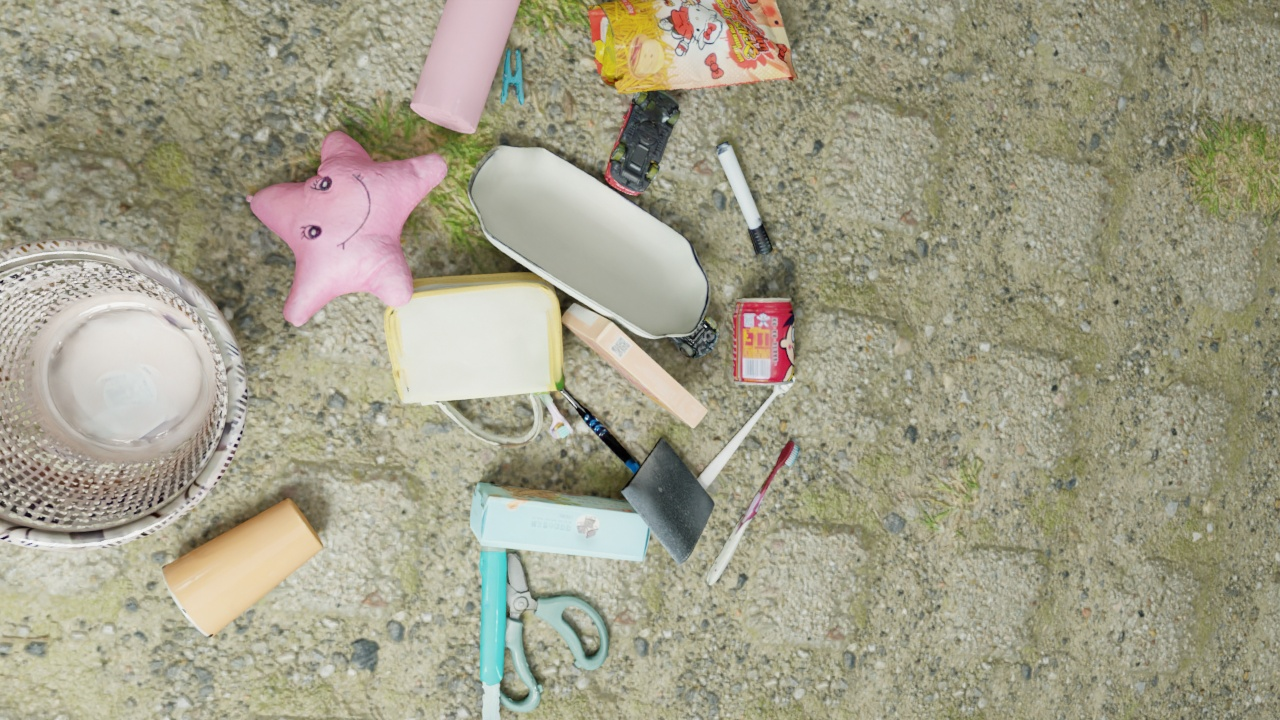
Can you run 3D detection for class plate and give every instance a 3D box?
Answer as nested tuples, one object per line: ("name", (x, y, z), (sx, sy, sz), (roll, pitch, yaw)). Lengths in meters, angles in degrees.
("plate", (-0.051, -0.112, 0.907), (0.265, 0.034, 0.161), (31, 45, -12))

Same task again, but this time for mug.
("mug", (-0.361, 0.186, 0.846), (0.122, 0.078, 0.078), (-34, 103, -18))

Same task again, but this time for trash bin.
("trash bin", (-0.434, 0.021, 0.744), (0.227, 0.192, 0.227), (-1, 94, -19))

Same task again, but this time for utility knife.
("utility knife", (-0.152, 0.284, 0.936), (0.029, 0.013, 0.209), (2, 88, -9))

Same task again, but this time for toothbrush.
("toothbrush", (0.114, 0.085, 1.025), (0.016, 0.016, 0.180), (43, 82, -13))
("toothbrush", (-0.042, 0.075, 0.974), (0.014, 0.016, 0.189), (-43, 106, -6))
("toothbrush", (0.128, 0.173, 1.038), (0.017, 0.016, 0.187), (36, 82, -27))
("toothbrush", (-0.126, -0.001, 0.939), (0.189, 0.029, 0.021), (59, 35, -11))

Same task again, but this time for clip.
("clip", (-0.129, -0.285, 0.921), (0.048, 0.014, 0.057), (2, 92, -17))

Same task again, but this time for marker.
("marker", (0.113, -0.177, 1.007), (0.022, 0.018, 0.131), (-27, 102, -6))

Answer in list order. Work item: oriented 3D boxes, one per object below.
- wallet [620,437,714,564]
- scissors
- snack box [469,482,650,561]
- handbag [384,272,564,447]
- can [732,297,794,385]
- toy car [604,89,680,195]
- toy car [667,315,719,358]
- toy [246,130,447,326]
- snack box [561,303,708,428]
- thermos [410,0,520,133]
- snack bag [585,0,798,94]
("wallet", (0.032, 0.142, 0.954), (0.019, 0.120, 0.097), (-34, 97, 28))
("scissors", (-0.098, 0.276, 0.968), (0.169, 0.019, 0.177), (-8, 94, -17))
("snack box", (-0.082, 0.164, 0.935), (0.174, 0.074, 0.051), (10, 90, -19))
("handbag", (-0.158, 0.004, 0.903), (0.163, 0.063, 0.179), (-5, 113, -6))
("can", (0.134, -0.022, 0.998), (0.066, 0.066, 0.094), (-2, 94, -18))
("toy car", (0.000, -0.228, 0.950), (0.053, 0.045, 0.120), (28, 74, -19))
("toy car", (0.038, -0.047, 0.982), (0.105, 0.031, 0.049), (44, 79, -8))
("toy", (-0.280, -0.121, 0.842), (0.178, 0.075, 0.194), (12, 76, 6))
("snack box", (-0.005, 0.005, 0.922), (0.026, 0.084, 0.157), (-51, 123, -6))
("thermos", (-0.167, -0.326, 0.882), (0.087, 0.067, 0.198), (17, 89, 11))
("snack bag", (0.055, -0.333, 0.948), (0.207, 0.073, 0.128), (-13, 73, -17))
